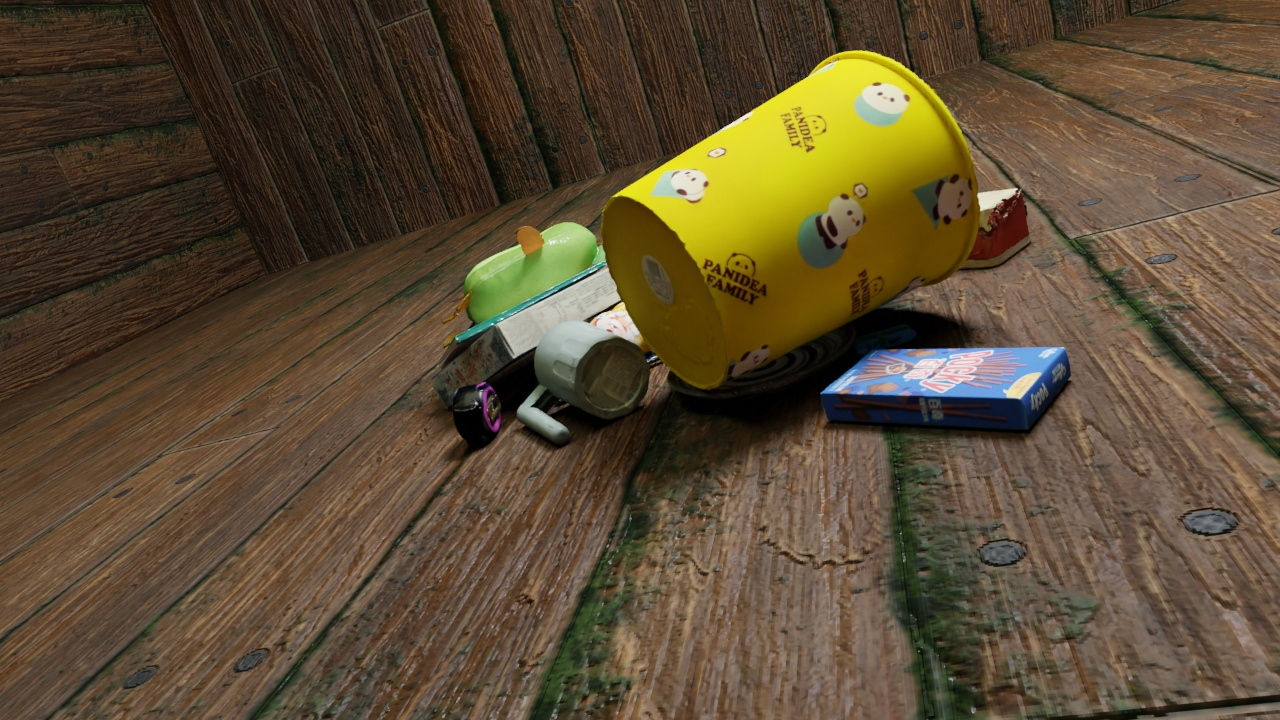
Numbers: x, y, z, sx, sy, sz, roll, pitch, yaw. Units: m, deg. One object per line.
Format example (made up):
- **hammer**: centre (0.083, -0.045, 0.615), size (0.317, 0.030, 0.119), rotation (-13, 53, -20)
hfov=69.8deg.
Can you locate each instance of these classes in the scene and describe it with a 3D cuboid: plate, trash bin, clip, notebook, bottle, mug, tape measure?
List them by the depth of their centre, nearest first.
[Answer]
- **trash bin**: centre (0.119, -0.114, 0.808), size (0.254, 0.230, 0.230), rotation (-30, 20, -19)
- **clip**: centre (0.217, -0.019, 0.822), size (0.056, 0.014, 0.043), rotation (-16, 17, 3)
- **plate**: centre (0.112, 0.002, 0.850), size (0.179, 0.024, 0.179), rotation (-17, 16, 5)
- **mug**: centre (-0.060, 0.024, 0.889), size (0.123, 0.083, 0.103), rotation (-51, 26, -10)
- **tape measure**: centre (-0.162, 0.052, 0.919), size (0.039, 0.057, 0.057), rotation (-10, 33, 9)
- **bottle**: centre (-0.034, -0.020, 0.999), size (0.108, 0.063, 0.063), rotation (-32, 22, -37)
- **notebook**: centre (-0.134, -0.055, 1.067), size (0.208, 0.012, 0.151), rotation (-30, 1, -22)

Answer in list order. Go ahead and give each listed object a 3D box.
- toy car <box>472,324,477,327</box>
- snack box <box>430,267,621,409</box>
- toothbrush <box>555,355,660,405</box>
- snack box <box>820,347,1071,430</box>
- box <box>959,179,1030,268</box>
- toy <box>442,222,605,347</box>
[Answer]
- **toy car**: centre (-0.176, -0.071, 1.332), size (0.156, 0.041, 0.071), rotation (-21, 10, 35)
- **snack box**: centre (-0.127, -0.026, 1.046), size (0.177, 0.046, 0.183), rotation (-32, 1, -39)
- **toothbrush**: centre (-0.006, 0.006, 0.972), size (0.189, 0.016, 0.014), rotation (-23, 13, -12)
- **snack box**: centre (0.222, 0.018, 0.678), size (0.157, 0.026, 0.084), rotation (0, 24, 45)
- **box**: centre (0.325, -0.148, 1.001), size (0.091, 0.077, 0.169), rotation (-30, 20, -35)
- **toy**: centre (-0.153, -0.101, 1.171), size (0.246, 0.090, 0.227), rotation (-33, -12, -20)
